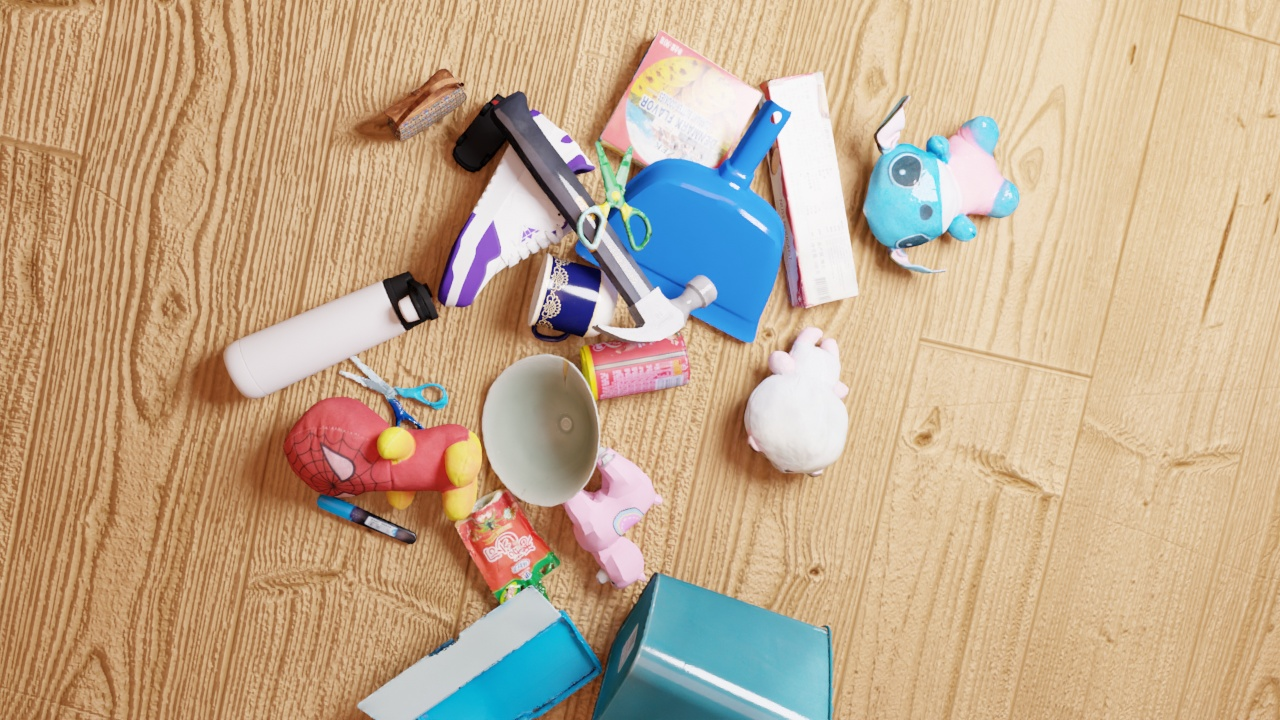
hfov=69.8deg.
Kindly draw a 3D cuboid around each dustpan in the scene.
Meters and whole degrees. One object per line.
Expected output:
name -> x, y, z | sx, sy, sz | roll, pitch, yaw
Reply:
dustpan -> 0.092, -0.176, 1.048 | 0.245, 0.059, 0.258 | 27, 126, -10

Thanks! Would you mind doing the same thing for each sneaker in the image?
sneaker -> -0.136, -0.153, 1.042 | 0.111, 0.092, 0.244 | 29, 85, -14

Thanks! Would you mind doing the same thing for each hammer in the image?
hammer -> -0.053, -0.156, 1.006 | 0.139, 0.035, 0.312 | -39, 101, -18

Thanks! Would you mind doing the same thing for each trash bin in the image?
trash bin -> 0.078, 0.375, 1.056 | 0.218, 0.198, 0.197 | 26, 119, -3

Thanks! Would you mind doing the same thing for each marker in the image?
marker -> -0.320, 0.186, 1.076 | 0.123, 0.015, 0.018 | 27, 87, -13

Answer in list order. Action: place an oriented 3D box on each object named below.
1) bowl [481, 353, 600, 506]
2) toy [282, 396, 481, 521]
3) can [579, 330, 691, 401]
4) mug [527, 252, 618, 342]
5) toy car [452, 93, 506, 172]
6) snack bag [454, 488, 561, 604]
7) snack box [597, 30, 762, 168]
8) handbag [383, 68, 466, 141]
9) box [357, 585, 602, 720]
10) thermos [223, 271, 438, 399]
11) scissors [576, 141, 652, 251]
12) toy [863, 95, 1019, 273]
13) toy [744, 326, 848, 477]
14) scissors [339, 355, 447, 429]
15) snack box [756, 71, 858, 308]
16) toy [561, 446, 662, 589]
bowl -> -0.099, 0.079, 1.069 | 0.174, 0.067, 0.174 | 2, 93, 32
toy -> -0.286, 0.108, 1.026 | 0.216, 0.098, 0.148 | 13, 133, -6
can -> -0.006, 0.006, 1.083 | 0.124, 0.067, 0.067 | -9, 96, -8
mug -> -0.080, -0.061, 1.065 | 0.089, 0.085, 0.112 | 14, 128, -12
toy car -> -0.176, -0.258, 1.050 | 0.042, 0.036, 0.092 | 39, 98, -12
snack bag -> -0.153, 0.233, 1.098 | 0.087, 0.044, 0.155 | -33, 105, -13
snack box -> 0.046, -0.285, 1.079 | 0.142, 0.040, 0.145 | 28, 91, -12
handbag -> -0.225, -0.277, 0.959 | 0.093, 0.196, 0.043 | -35, 105, -7
box -> -0.189, 0.376, 1.091 | 0.243, 0.060, 0.175 | -34, 116, -5
thermos -> -0.338, -0.027, 1.012 | 0.229, 0.101, 0.068 | -25, 112, -7
scissors -> -0.037, -0.175, 0.989 | 0.108, 0.012, 0.131 | -22, 96, -20
toy -> 0.356, -0.220, 1.104 | 0.191, 0.099, 0.224 | -24, 112, -12
toy -> 0.197, 0.048, 1.108 | 0.138, 0.102, 0.179 | 22, 73, -22
scissors -> -0.298, 0.046, 1.067 | 0.135, 0.016, 0.083 | 25, 93, -11
snack box -> 0.200, -0.204, 1.111 | 0.076, 0.044, 0.273 | -13, 97, -13
toy -> -0.030, 0.191, 1.096 | 0.123, 0.067, 0.157 | -38, 104, -7
